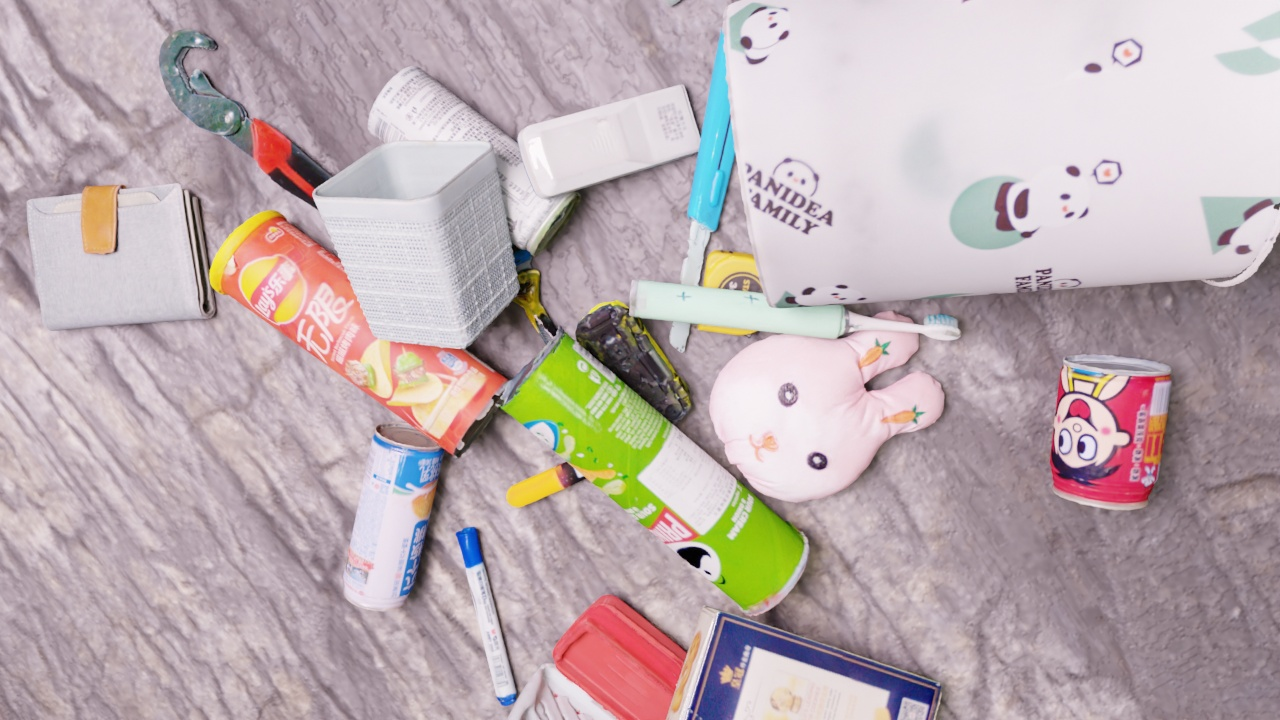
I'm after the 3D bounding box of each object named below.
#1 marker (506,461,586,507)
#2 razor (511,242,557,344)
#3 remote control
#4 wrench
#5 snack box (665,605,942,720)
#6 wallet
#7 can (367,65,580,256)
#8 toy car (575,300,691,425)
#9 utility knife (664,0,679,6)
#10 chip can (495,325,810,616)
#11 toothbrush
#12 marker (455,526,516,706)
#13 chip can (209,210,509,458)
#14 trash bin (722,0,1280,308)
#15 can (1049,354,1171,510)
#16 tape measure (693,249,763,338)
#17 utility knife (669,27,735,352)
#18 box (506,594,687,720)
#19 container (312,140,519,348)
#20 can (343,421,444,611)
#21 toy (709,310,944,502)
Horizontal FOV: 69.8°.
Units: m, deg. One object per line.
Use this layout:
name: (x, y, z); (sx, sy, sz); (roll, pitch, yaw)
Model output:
marker: (-0.044, 0.081, 0.691); (0.124, 0.015, 0.018); (-24, 98, 7)
razor: (-0.066, -0.022, 0.672); (0.042, 0.022, 0.143); (-33, 96, -25)
remote control: (-0.019, -0.148, 0.617); (0.124, 0.024, 0.049); (-22, 99, -22)
wrench: (-0.246, -0.140, 0.675); (0.273, 0.016, 0.056); (41, 102, -1)
snack box: (0.103, 0.288, 0.649); (0.182, 0.046, 0.177); (21, 80, -7)
wallet: (-0.395, -0.079, 0.692); (0.130, 0.037, 0.106); (-4, 100, 7)
can: (-0.115, -0.138, 0.638); (0.146, 0.058, 0.058); (37, 102, -1)
toy car: (-0.004, 0.004, 0.664); (0.048, 0.032, 0.105); (-30, 107, 17)
utility knife: (0.007, -0.342, 0.614); (0.031, 0.021, 0.201); (-13, 94, 2)
chip can: (0.011, 0.078, 0.638); (0.236, 0.072, 0.072); (41, 102, -10)
toothbrush: (0.103, -0.031, 0.619); (0.224, 0.027, 0.026); (6, 140, 4)
marker: (-0.120, 0.201, 0.719); (0.017, 0.017, 0.146); (-11, 98, 8)
chip can: (-0.198, -0.019, 0.662); (0.216, 0.073, 0.073); (35, 102, -1)
trash bin: (0.188, -0.136, 0.530); (0.252, 0.229, 0.229); (-8, 99, 14)
can: (0.314, 0.047, 0.617); (0.066, 0.066, 0.094); (3, 100, 6)
tape measure: (0.069, -0.048, 0.648); (0.057, 0.028, 0.060); (8, 108, 4)
utility knife: (0.048, -0.118, 0.640); (0.018, 0.034, 0.234); (25, 108, 46)
box: (0.010, 0.285, 0.676); (0.201, 0.099, 0.110); (40, 112, -2)
container: (-0.138, -0.074, 0.598); (0.090, 0.089, 0.112); (6, 127, 23)
can: (-0.187, 0.118, 0.693); (0.053, 0.053, 0.135); (16, 101, 3)
toy: (0.131, 0.029, 0.645); (0.159, 0.054, 0.121); (-27, 96, 2)
